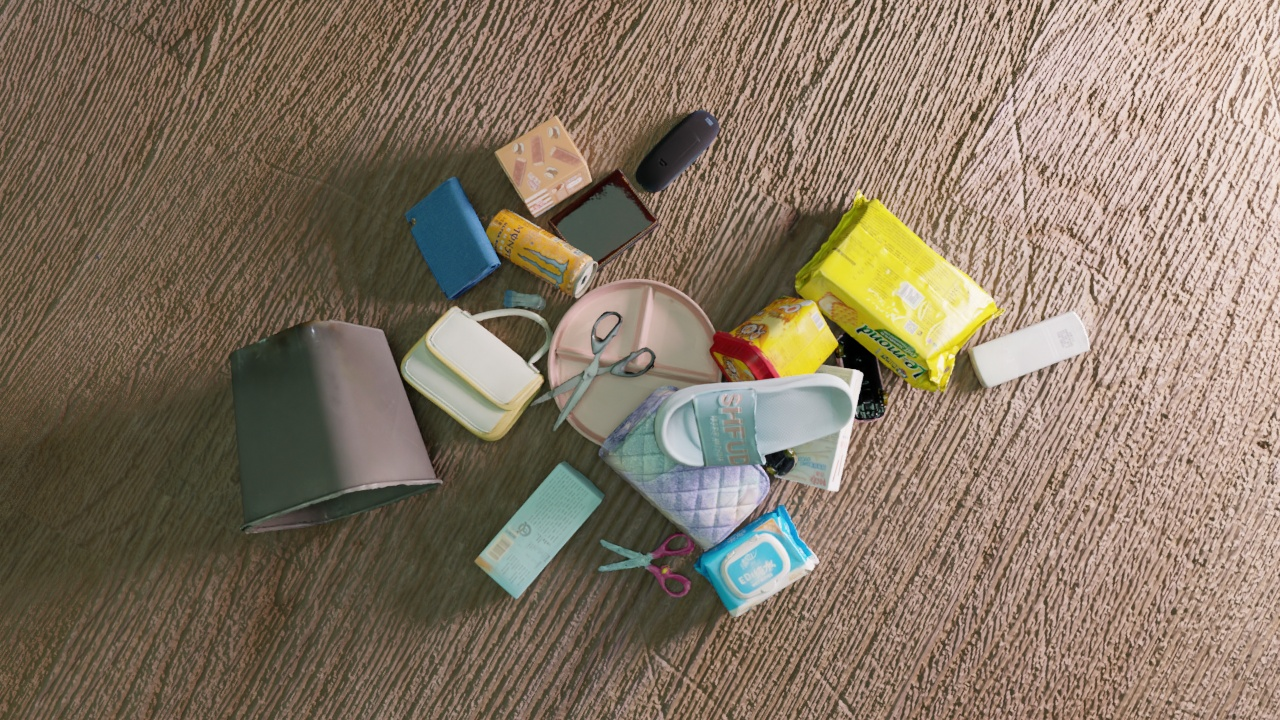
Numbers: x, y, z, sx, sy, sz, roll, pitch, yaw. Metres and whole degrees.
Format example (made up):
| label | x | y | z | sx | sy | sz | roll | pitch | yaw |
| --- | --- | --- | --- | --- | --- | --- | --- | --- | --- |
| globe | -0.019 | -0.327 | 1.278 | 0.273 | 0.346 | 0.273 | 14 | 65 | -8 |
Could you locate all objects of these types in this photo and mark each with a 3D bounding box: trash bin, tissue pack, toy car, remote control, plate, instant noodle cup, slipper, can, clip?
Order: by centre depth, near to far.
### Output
| label | x | y | z | sx | sy | sz | roll | pitch | yaw |
| --- | --- | --- | --- | --- | --- | --- | --- | --- | --- |
| slipper | 0.138 | 0.077 | 1.081 | 0.245 | 0.074 | 0.104 | -10 | 116 | -5 |
| trash bin | -0.390 | 0.081 | 1.137 | 0.199 | 0.199 | 0.219 | -21 | 79 | 17 |
| instant noodle cup | 0.173 | -0.013 | 1.165 | 0.123 | 0.116 | 0.116 | -42 | 115 | -13 |
| tissue pack | 0.148 | 0.259 | 1.177 | 0.140 | 0.063 | 0.090 | -32 | 86 | 0 |
| toy car | 0.168 | 0.109 | 1.186 | 0.090 | 0.035 | 0.042 | 51 | 118 | 25 |
| toy car | 0.288 | 0.022 | 1.202 | 0.056 | 0.037 | 0.122 | -6 | 74 | -5 |
| remote control | 0.509 | -0.014 | 1.203 | 0.150 | 0.021 | 0.058 | -20 | 86 | 1 |
| can | -0.131 | -0.141 | 1.205 | 0.146 | 0.058 | 0.058 | 31 | 88 | 10 |
| plate | -0.007 | 0.007 | 1.215 | 0.229 | 0.028 | 0.229 | 0 | 87 | 1 |
| clip | -0.156 | -0.080 | 1.229 | 0.057 | 0.029 | 0.024 | 9 | 85 | 9 |
| remote control | 0.050 | -0.283 | 1.232 | 0.053 | 0.024 | 0.136 | 45 | 89 | 3 |

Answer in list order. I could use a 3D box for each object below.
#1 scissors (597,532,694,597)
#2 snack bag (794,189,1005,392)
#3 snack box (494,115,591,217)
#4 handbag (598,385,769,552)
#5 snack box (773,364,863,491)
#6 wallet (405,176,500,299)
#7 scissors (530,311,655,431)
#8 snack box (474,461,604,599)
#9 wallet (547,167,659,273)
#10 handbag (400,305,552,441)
| label | x | y | z | sx | sy | sz | roll | pitch | yaw |
| --- | --- | --- | --- | --- | --- | --- | --- | --- | --- |
| scissors | 0.010 | 0.255 | 1.207 | 0.136 | 0.017 | 0.105 | 23 | 89 | 7 |
| snack bag | 0.330 | -0.088 | 1.179 | 0.246 | 0.068 | 0.158 | 40 | 77 | 4 |
| snack box | -0.126 | -0.252 | 1.201 | 0.094 | 0.093 | 0.077 | -32 | 86 | 0 |
| handbag | 0.059 | 0.134 | 1.164 | 0.194 | 0.075 | 0.134 | 44 | 92 | -11 |
| snack box | 0.228 | 0.083 | 1.180 | 0.085 | 0.026 | 0.156 | 10 | 87 | 44 |
| wallet | -0.248 | -0.158 | 1.208 | 0.107 | 0.040 | 0.133 | -31 | 82 | 32 |
| scissors | -0.061 | 0.013 | 1.197 | 0.159 | 0.014 | 0.173 | 4 | 89 | 4 |
| snack box | -0.130 | 0.219 | 1.194 | 0.074 | 0.051 | 0.175 | 41 | 89 | 2 |
| wallet | -0.049 | -0.185 | 1.233 | 0.122 | 0.020 | 0.096 | -38 | 91 | -2 |
| handbag | -0.204 | -0.003 | 1.209 | 0.163 | 0.063 | 0.178 | 38 | 85 | 2 |
